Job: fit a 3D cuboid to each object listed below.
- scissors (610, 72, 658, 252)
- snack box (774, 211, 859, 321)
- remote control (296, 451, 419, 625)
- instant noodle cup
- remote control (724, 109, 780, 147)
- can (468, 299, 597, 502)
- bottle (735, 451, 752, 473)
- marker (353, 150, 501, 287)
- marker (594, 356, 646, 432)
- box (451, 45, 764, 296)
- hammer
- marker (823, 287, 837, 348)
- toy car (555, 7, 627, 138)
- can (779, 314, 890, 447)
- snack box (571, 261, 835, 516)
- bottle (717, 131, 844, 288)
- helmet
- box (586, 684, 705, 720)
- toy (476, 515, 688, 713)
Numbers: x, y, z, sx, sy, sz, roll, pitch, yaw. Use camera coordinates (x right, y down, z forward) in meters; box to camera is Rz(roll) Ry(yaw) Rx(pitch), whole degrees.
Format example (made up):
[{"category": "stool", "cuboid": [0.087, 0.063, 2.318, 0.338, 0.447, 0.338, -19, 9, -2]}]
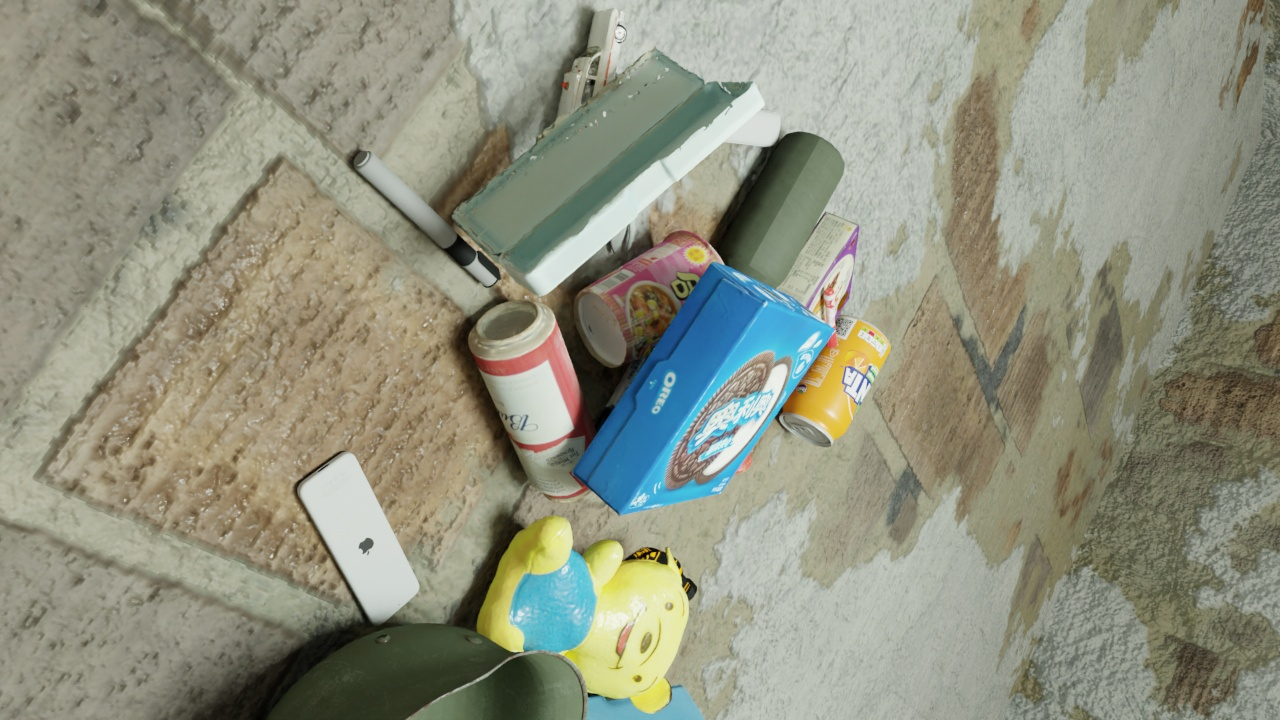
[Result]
[{"category": "scissors", "cuboid": [-0.011, -0.168, 0.750, 0.127, 0.019, 0.153, -55, 140, -16]}, {"category": "snack box", "cuboid": [0.173, -0.057, 0.962, 0.143, 0.040, 0.148, -55, 158, -19]}, {"category": "remote control", "cuboid": [-0.201, 0.131, 0.662, 0.045, 0.008, 0.147, -40, 132, -33]}, {"category": "instant noodle cup", "cuboid": [0.006, -0.046, 0.771, 0.108, 0.098, 0.098, -27, 125, -30]}, {"category": "remote control", "cuboid": [0.089, -0.219, 0.851, 0.130, 0.012, 0.033, -9, 112, -48]}, {"category": "can", "cuboid": [-0.077, 0.035, 0.719, 0.067, 0.067, 0.170, -43, 134, -30]}, {"category": "bottle", "cuboid": [0.094, 0.063, 0.953, 0.044, 0.044, 0.109, -27, 124, -40]}, {"category": "marker", "cuboid": [-0.143, -0.094, 0.628, 0.016, 0.016, 0.140, -59, 140, -13]}, {"category": "marker", "cuboid": [-0.005, 0.005, 0.837, 0.152, 0.011, 0.011, -60, 140, -12]}, {"category": "box", "cuboid": [-0.024, -0.131, 0.621, 0.197, 0.136, 0.049, -42, 135, -9]}, {"category": "hammer", "cuboid": [-0.048, 0.333, 0.911, 0.320, 0.036, 0.123, -58, 136, -17]}, {"category": "marker", "cuboid": [0.199, -0.043, 0.959, 0.012, 0.013, 0.142, -60, 159, -12]}, {"category": "toy car", "cuboid": [-0.040, -0.206, 0.687, 0.039, 0.039, 0.113, 5, 101, -29]}, {"category": "can", "cuboid": [0.223, 0.022, 1.057, 0.142, 0.079, 0.079, -57, 140, -15]}, {"category": "snack box", "cuboid": [0.064, 0.028, 0.771, 0.196, 0.056, 0.238, -56, 158, 11]}, {"category": "bottle", "cuboid": [0.122, -0.120, 0.884, 0.206, 0.071, 0.071, -60, 140, -13]}, {"category": "helmet", "cuboid": [-0.167, 0.280, 0.647, 0.267, 0.154, 0.227, -15, 118, -40]}, {"category": "box", "cuboid": [-0.033, 0.382, 0.873, 0.231, 0.094, 0.102, 17, 119, -50]}, {"category": "toy", "cuboid": [-0.043, 0.219, 0.804, 0.213, 0.084, 0.149, 27, 90, -37]}]
